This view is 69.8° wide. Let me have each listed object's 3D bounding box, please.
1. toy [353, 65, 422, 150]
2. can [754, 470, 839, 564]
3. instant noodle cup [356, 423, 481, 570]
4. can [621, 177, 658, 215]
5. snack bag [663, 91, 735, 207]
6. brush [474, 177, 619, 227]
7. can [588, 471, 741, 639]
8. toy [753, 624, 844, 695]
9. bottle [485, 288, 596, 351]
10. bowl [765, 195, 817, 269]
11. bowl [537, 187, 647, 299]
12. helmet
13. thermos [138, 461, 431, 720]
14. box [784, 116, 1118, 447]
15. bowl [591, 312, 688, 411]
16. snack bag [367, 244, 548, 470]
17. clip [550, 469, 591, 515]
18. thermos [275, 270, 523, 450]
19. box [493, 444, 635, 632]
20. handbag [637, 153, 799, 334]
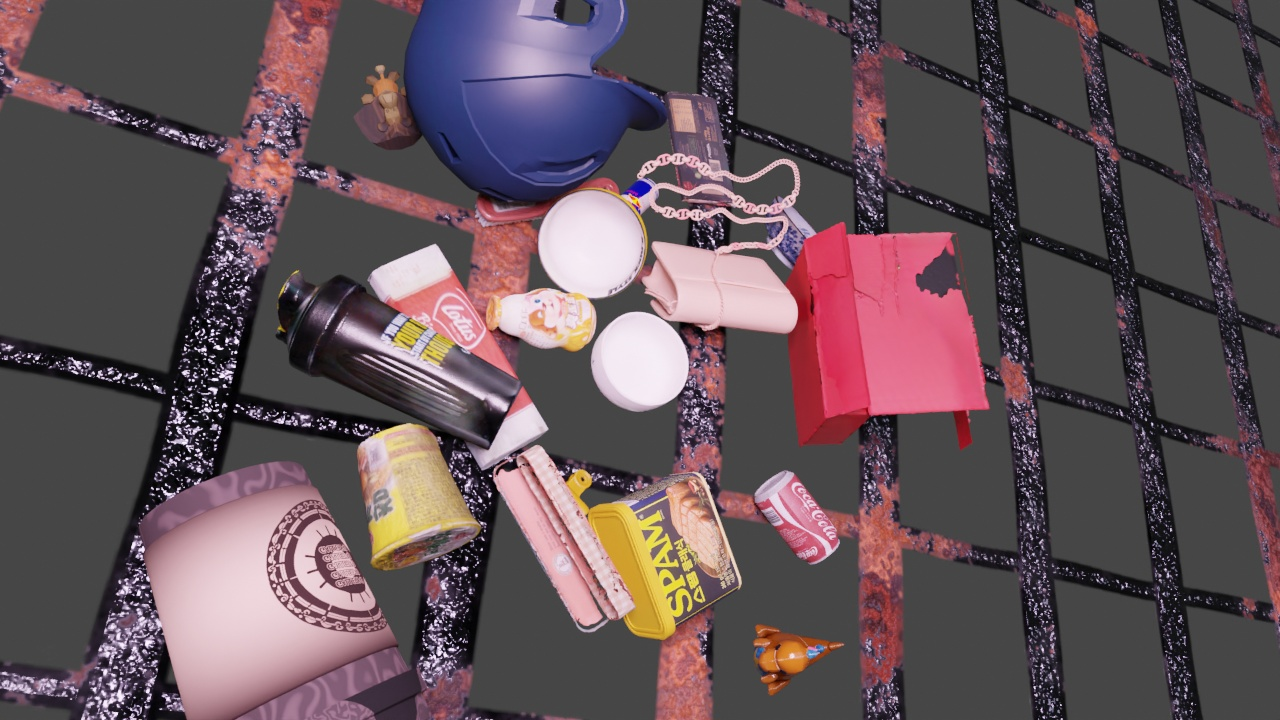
[{"bbox_3d":[-0.262,-0.268,0.956,0.076,0.063,0.100,-15,72,-11],"label":"toy"},{"bbox_3d":[0.173,0.173,1.011,0.053,0.054,0.096,-38,91,-32],"label":"can"},{"bbox_3d":[-0.206,0.120,0.820,0.102,0.102,0.108,-12,68,-30],"label":"instant noodle cup"},{"bbox_3d":[-0.016,-0.175,1.059,0.032,0.032,0.095,45,58,-5],"label":"can"},{"bbox_3d":[0.074,-0.265,1.148,0.074,0.018,0.155,1,71,-27],"label":"snack bag"},{"bbox_3d":[-0.103,-0.175,1.017,0.172,0.030,0.041,-14,77,-29],"label":"brush"},{"bbox_3d":[0.026,0.189,0.909,0.104,0.075,0.135,-21,92,-34],"label":"can"},{"bbox_3d":[0.165,0.298,0.932,0.103,0.090,0.070,-8,74,-7],"label":"toy"},{"bbox_3d":[-0.103,-0.043,0.948,0.109,0.063,0.063,5,69,-25],"label":"bottle"},{"bbox_3d":[0.189,-0.145,1.132,0.114,0.045,0.114,41,22,-20],"label":"bowl"},{"bbox_3d":[-0.048,-0.130,0.992,0.117,0.117,0.067,43,16,-6],"label":"bowl"},{"bbox_3d":[-0.103,-0.267,0.925,0.271,0.232,0.223,6,103,-36],"label":"helmet"},{"bbox_3d":[-0.281,0.208,0.708,0.172,0.173,0.226,-20,75,-31],"label":"thermos"},{"bbox_3d":[0.267,-0.059,0.939,0.107,0.411,0.211,7,67,-26],"label":"box"},{"bbox_3d":[-0.006,0.006,0.984,0.104,0.054,0.104,11,66,-25],"label":"bowl"},{"bbox_3d":[-0.180,-0.006,0.910,0.077,0.041,0.225,-30,88,-30],"label":"snack bag"},{"bbox_3d":[-0.068,0.130,0.920,0.048,0.045,0.054,-43,92,-7],"label":"clip"},{"bbox_3d":[-0.220,0.002,0.832,0.221,0.098,0.098,27,61,-6],"label":"thermos"},{"bbox_3d":[-0.075,0.170,0.879,0.187,0.079,0.054,58,18,5],"label":"box"},{"bbox_3d":[0.094,-0.125,1.002,0.198,0.187,0.116,6,28,-24],"label":"handbag"}]
